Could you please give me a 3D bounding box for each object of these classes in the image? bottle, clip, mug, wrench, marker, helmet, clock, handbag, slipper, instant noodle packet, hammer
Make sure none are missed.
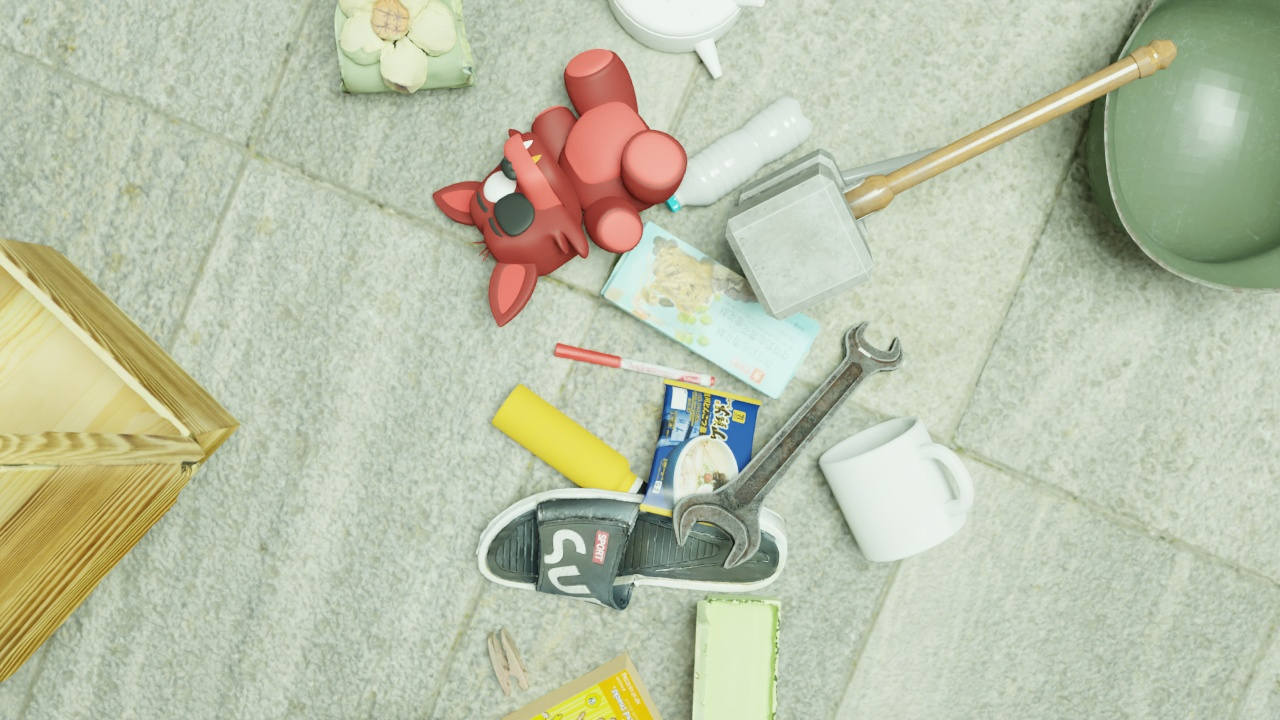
[{"bbox_3d":[0.080,-0.171,0.780,0.136,0.044,0.044,-34,92,1],"label":"bottle"},{"bbox_3d":[-0.113,0.264,0.804,0.049,0.025,0.061,14,93,-2],"label":"clip"},{"bbox_3d":[0.218,0.103,0.753,0.090,0.122,0.090,-27,92,-35],"label":"mug"},{"bbox_3d":[0.128,0.062,0.751,0.070,0.010,0.272,43,67,6],"label":"wrench"},{"bbox_3d":[0.192,-0.161,0.795,0.140,0.016,0.016,-14,92,0],"label":"marker"},{"bbox_3d":[0.453,-0.189,0.725,0.227,0.153,0.268,11,97,3],"label":"helmet"},{"bbox_3d":[0.030,-0.328,0.760,0.161,0.073,0.125,34,91,-1],"label":"clock"},{"bbox_3d":[-0.198,-0.304,0.738,0.113,0.117,0.186,-4,94,0],"label":"handbag"},{"bbox_3d":[-0.057,0.078,0.788,0.143,0.043,0.043,35,91,-1],"label":"bottle"},{"bbox_3d":[-0.007,0.165,0.765,0.264,0.063,0.111,2,121,-3],"label":"slipper"},{"bbox_3d":[-0.005,0.005,0.802,0.142,0.013,0.013,12,92,-1],"label":"marker"},{"bbox_3d":[0.053,0.077,0.766,0.087,0.026,0.134,13,51,-1],"label":"instant noodle packet"},{"bbox_3d":[0.226,-0.149,0.673,0.318,0.162,0.083,-25,103,19],"label":"hammer"}]

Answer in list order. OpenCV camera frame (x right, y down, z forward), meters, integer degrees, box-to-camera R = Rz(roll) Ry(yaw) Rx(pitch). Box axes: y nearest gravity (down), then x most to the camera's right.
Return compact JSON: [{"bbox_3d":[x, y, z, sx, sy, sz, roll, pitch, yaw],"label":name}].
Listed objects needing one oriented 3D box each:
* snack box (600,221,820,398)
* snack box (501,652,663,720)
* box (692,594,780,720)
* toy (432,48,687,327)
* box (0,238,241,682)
[{"bbox_3d":[0.059,-0.042,0.780,0.174,0.053,0.075,31,92,0],"label":"snack box"},{"bbox_3d":[-0.047,0.328,0.797,0.126,0.040,0.088,-28,92,1],"label":"snack box"},{"bbox_3d":[0.082,0.301,0.779,0.082,0.098,0.188,2,95,0],"label":"box"},{"bbox_3d":[-0.066,-0.141,0.745,0.197,0.120,0.158,-33,66,5],"label":"toy"},{"bbox_3d":[-0.498,0.101,0.647,0.286,0.336,0.279,44,89,-3],"label":"box"}]
